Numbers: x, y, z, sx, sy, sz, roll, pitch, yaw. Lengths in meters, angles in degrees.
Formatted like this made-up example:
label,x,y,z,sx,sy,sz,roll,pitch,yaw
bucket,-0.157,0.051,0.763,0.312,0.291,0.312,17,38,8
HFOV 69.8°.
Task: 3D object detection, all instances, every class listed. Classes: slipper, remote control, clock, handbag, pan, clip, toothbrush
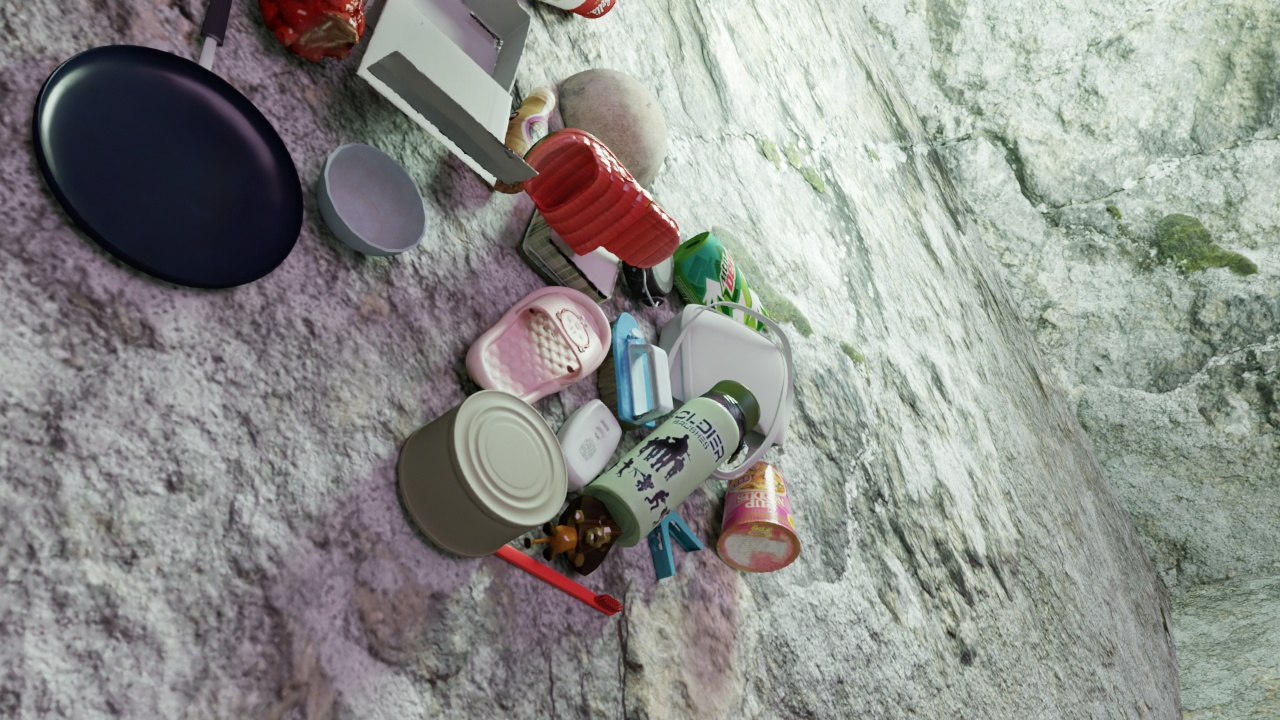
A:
label,x,y,z,sx,sy,sz,roll,pitch,yaw
slipper,-0.097,-0.017,0.932,0.107,0.056,0.220,59,35,-5
remote control,-0.058,0.088,0.943,0.060,0.028,0.114,54,35,-16
clock,0.006,-0.117,1.135,0.122,0.044,0.091,-75,149,-41
handbag,0.113,0.049,1.116,0.215,0.096,0.222,24,48,-21
slipper,-0.035,-0.152,0.973,0.248,0.104,0.059,34,31,-51
pan,-0.354,-0.214,0.734,0.198,0.021,0.355,27,50,-43
clip,0.016,0.174,0.996,0.102,0.027,0.119,-23,89,-59
toothbrush,-0.089,0.192,0.843,0.212,0.018,0.012,38,42,-34

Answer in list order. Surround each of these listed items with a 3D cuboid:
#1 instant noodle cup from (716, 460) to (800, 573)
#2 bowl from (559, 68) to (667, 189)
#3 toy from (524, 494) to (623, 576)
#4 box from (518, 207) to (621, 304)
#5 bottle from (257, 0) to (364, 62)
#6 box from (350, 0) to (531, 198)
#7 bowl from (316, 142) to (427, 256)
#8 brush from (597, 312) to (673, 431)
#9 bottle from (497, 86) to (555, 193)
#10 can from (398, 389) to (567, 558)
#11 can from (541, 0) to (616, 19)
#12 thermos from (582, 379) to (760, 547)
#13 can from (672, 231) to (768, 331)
label,x,y,z,sx,sy,sz,roll,pitch,yaw
instant noodle cup,0.141,0.183,1.105,0.097,0.098,0.108,44,32,-29
bowl,-0.017,-0.316,1.211,0.178,0.081,0.178,34,43,-39
toy,-0.064,0.165,0.860,0.100,0.063,0.076,2,87,-48
box,-0.067,-0.161,1.072,0.117,0.051,0.205,46,39,-32
bottle,-0.295,-0.332,0.825,0.099,0.099,0.111,21,49,-46
box,-0.199,-0.308,0.938,0.166,0.099,0.367,38,36,-34
bowl,-0.245,-0.137,0.819,0.106,0.039,0.106,32,46,-40
brush,-0.006,0.006,1.024,0.055,0.075,0.135,23,53,-46
bottle,-0.131,-0.255,1.033,0.059,0.060,0.165,45,38,-27
can,-0.132,0.096,0.784,0.127,0.073,0.127,34,40,-34
can,-0.094,-0.512,1.222,0.116,0.087,0.086,-9,77,-56
thermos,0.044,0.103,0.974,0.230,0.083,0.082,-37,100,-40
can,0.101,-0.093,1.226,0.144,0.083,0.082,54,35,-16
